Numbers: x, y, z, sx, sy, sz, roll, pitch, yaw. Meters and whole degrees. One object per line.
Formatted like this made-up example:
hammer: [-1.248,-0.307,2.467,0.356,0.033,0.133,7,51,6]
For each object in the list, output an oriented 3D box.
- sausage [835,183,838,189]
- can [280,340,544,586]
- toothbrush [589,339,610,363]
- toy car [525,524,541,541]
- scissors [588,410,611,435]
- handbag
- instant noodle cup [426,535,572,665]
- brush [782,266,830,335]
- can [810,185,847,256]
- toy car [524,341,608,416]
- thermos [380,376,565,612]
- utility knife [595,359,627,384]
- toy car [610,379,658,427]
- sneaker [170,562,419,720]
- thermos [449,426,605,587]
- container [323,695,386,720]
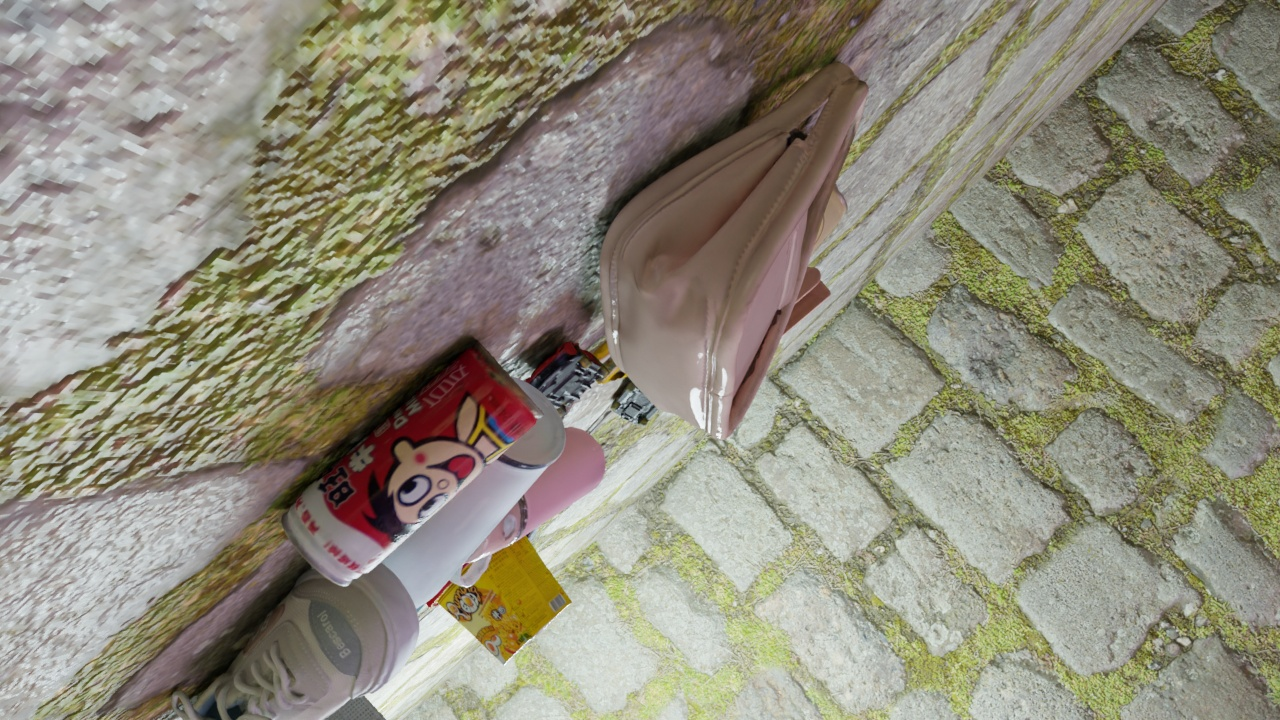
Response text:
sausage: [0.175,-0.144,0.921,0.020,0.020,0.156,-41,170,-10]
can: [-0.116,0.053,0.472,0.132,0.053,0.053,-42,171,-7]
toothbrush: [-0.012,-0.022,0.694,0.191,0.016,0.018,-40,160,-17]
toy car: [-0.151,0.216,1.134,0.105,0.031,0.049,-42,171,-12]
scissors: [-0.082,0.114,1.025,0.175,0.012,0.162,-46,169,9]
handbag: [0.076,-0.082,0.567,0.233,0.093,0.193,-52,164,-18]
instant noodle cup: [-0.152,0.254,1.010,0.116,0.123,0.115,-49,169,34]
brush: [0.156,-0.057,1.103,0.145,0.063,0.073,-40,175,-5]
can: [0.100,-0.088,0.698,0.116,0.058,0.058,-49,171,-4]
toy car: [-0.053,0.010,0.614,0.049,0.031,0.106,-44,172,2]
thermos: [-0.131,0.103,0.596,0.225,0.073,0.073,-49,169,34]
utility knife: [-0.005,0.005,0.842,0.033,0.015,0.153,-49,169,18]
toy car: [0.001,0.036,0.932,0.035,0.042,0.091,-65,-173,-28]
sneaker: [-0.235,0.204,0.587,0.243,0.089,0.090,-42,169,34]
thermos: [-0.100,0.118,0.763,0.198,0.067,0.087,-26,126,-66]
container: [-0.272,0.303,0.756,0.090,0.114,0.090,-37,169,-34]
